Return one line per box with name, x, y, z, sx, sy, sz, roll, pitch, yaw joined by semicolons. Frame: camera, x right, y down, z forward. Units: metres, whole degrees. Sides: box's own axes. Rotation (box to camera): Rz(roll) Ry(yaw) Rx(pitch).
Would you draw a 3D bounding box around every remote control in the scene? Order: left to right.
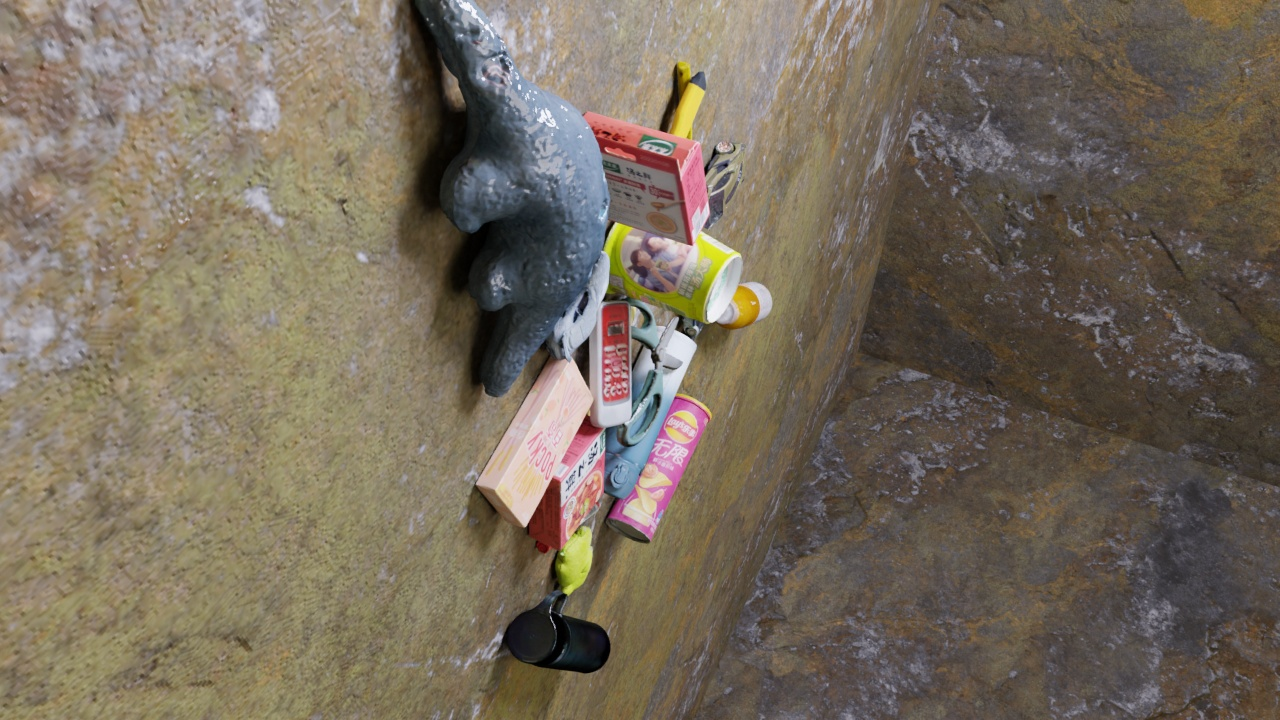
remote control;-0.031;0.004;0.985;0.055;0.020;0.136;-9;101;-50

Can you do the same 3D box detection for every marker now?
marker;-0.085;0.199;1.109;0.145;0.017;0.017;-27;133;-66

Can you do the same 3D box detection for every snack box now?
snack box;-0.101;0.078;0.907;0.157;0.026;0.084;-63;153;-25
snack box;-0.075;0.125;1.016;0.126;0.044;0.113;-52;154;-45
snack box;-0.001;-0.168;0.815;0.044;0.113;0.127;-62;160;-21

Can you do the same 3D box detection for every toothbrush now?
toothbrush;0.050;-0.254;1.039;0.016;0.016;0.190;-53;156;-27

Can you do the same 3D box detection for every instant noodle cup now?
instant noodle cup;0.037;-0.097;0.964;0.111;0.123;0.112;-50;157;-31

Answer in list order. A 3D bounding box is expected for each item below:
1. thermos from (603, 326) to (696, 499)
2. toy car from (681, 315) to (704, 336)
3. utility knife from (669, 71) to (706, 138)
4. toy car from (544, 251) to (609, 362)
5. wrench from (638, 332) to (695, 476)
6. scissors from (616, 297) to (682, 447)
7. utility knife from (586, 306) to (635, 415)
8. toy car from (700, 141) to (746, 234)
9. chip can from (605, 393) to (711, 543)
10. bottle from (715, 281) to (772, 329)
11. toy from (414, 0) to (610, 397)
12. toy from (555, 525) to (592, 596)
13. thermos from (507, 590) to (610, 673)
thermos;0.001;0.066;1.142;0.070;0.070;0.220;63;49;-66
toy car;0.074;-0.079;1.263;0.048;0.031;0.106;-56;156;-35
utility knife;0.023;-0.209;0.994;0.033;0.015;0.216;2;113;-64
toy car;-0.058;-0.055;0.897;0.054;0.037;0.120;78;32;-58
wrench;0.041;0.041;1.281;0.056;0.016;0.272;102;10;-62
scissors;-0.006;0.007;1.058;0.170;0.019;0.171;41;69;-49
utility knife;-0.024;-0.017;1.060;0.204;0.021;0.031;-64;166;2
toy car;0.095;-0.215;1.174;0.157;0.042;0.070;-57;158;-28
chip can;0.027;0.151;1.299;0.210;0.071;0.071;-62;160;-25
bottle;0.155;-0.084;1.434;0.189;0.068;0.068;-21;128;-67
toy;-0.087;-0.117;0.683;0.137;0.091;0.357;-29;142;-23
toy;-0.082;0.253;1.151;0.096;0.031;0.100;-67;162;-5
thermos;-0.092;0.343;1.149;0.090;0.068;0.242;-61;161;-13
